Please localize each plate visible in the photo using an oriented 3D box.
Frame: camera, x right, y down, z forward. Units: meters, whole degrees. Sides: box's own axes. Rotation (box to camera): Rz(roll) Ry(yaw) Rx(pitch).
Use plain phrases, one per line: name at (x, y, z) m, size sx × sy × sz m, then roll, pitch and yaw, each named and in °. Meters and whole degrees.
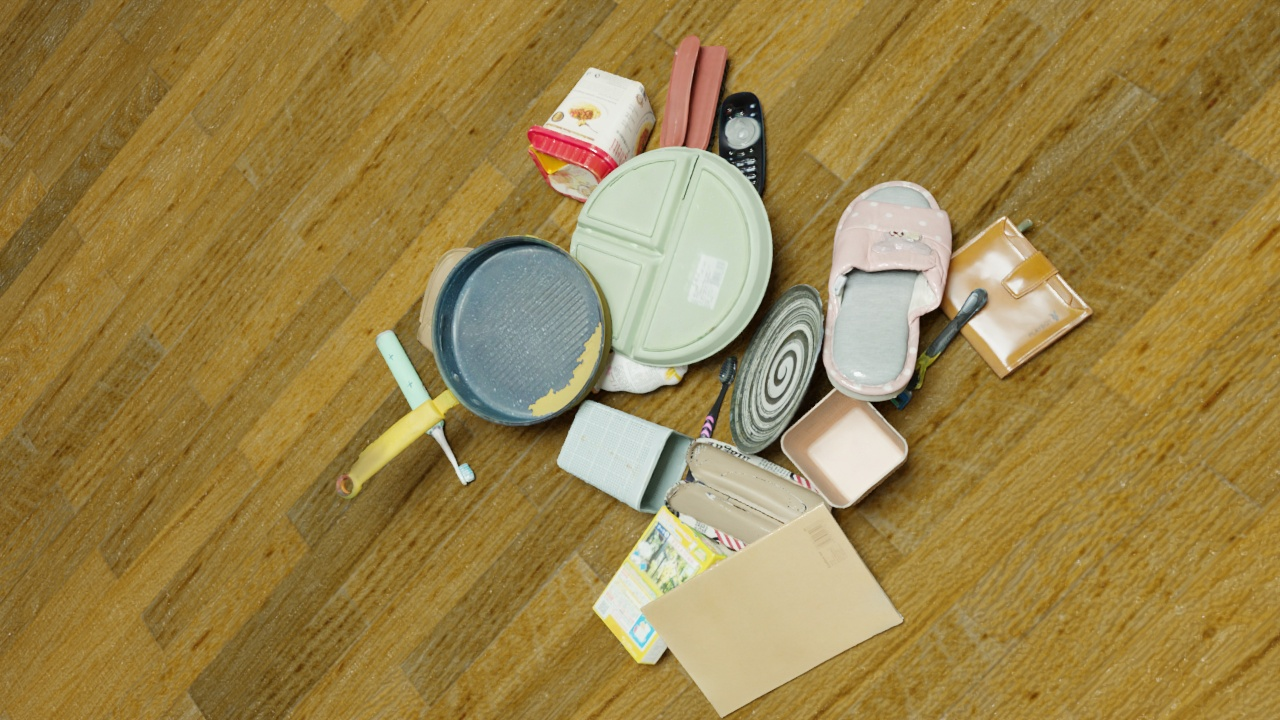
plate at (0.140, 0.011, 0.916) m, size 0.024 × 0.179 × 0.179 m, roll 21°, pitch 87°, yaw -15°
plate at (0.023, -0.108, 0.946) m, size 0.231 × 0.027 × 0.230 m, roll 0°, pitch 89°, yaw 27°

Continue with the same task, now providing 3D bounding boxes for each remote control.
remote control at (0.115, -0.235, 1.030) m, size 0.053 × 0.024 × 0.136 m, roll -5°, pitch 76°, yaw 21°

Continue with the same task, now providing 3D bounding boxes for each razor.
razor at (0.295, -0.015, 0.915) m, size 0.143 × 0.022 × 0.042 m, roll -53°, pitch 54°, yaw 19°

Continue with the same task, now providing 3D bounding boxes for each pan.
pan at (-0.186, 0.023, 0.967) m, size 0.358 × 0.078 × 0.197 m, roll -44°, pitch 77°, yaw 14°

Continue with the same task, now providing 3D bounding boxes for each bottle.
bottle at (-0.006, 0.006, 1.006) m, size 0.108 × 0.063 × 0.063 m, roll -16°, pitch 75°, yaw 15°

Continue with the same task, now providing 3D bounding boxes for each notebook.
notebook at (0.128, 0.248, 0.901) m, size 0.212 × 0.012 × 0.149 m, roll -33°, pitch 102°, yaw 11°

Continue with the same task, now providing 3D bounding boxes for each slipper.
slipper at (0.236, -0.083, 0.888) m, size 0.114 × 0.054 × 0.273 m, roll 13°, pitch 58°, yaw 13°

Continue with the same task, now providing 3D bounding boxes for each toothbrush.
toothbrush at (0.068, 0.084, 0.991) m, size 0.014 × 0.017 × 0.189 m, roll 19°, pitch 88°, yaw 31°
toothbrush at (-0.261, 0.056, 1.106) m, size 0.027 × 0.026 × 0.224 m, roll -29°, pitch 70°, yaw -11°

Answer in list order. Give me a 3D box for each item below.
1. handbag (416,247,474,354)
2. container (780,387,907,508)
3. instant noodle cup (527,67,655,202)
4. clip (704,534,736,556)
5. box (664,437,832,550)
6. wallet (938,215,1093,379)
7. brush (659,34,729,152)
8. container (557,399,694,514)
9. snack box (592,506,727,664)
handbag at (-0.157, -0.033, 1.052) m, size 0.204 × 0.099 × 0.148 m, roll 39°, pitch 102°, yaw 21°
container at (0.203, 0.088, 0.892) m, size 0.090 × 0.111 × 0.090 m, roll -43°, pitch 70°, yaw 7°
instant noodle cup at (-0.049, -0.256, 1.051) m, size 0.117 × 0.116 × 0.124 m, roll 23°, pitch 76°, yaw 22°
clip at (0.088, 0.217, 0.950) m, size 0.099 × 0.035 × 0.098 m, roll 27°, pitch 88°, yaw 26°
box at (0.108, 0.142, 0.932) m, size 0.162 × 0.075 × 0.086 m, roll 23°, pitch 114°, yaw 21°
wallet at (0.365, -0.067, 0.910) m, size 0.119 × 0.035 × 0.130 m, roll -40°, pitch 70°, yaw 15°
brush at (0.055, -0.287, 1.035) m, size 0.063 × 0.069 × 0.145 m, roll 8°, pitch 83°, yaw 26°
container at (-0.017, 0.100, 0.981) m, size 0.111 × 0.090 × 0.090 m, roll 23°, pitch 87°, yaw 24°
snack box at (0.019, 0.232, 0.953) m, size 0.087 × 0.033 × 0.140 m, roll 39°, pitch 100°, yaw 41°
